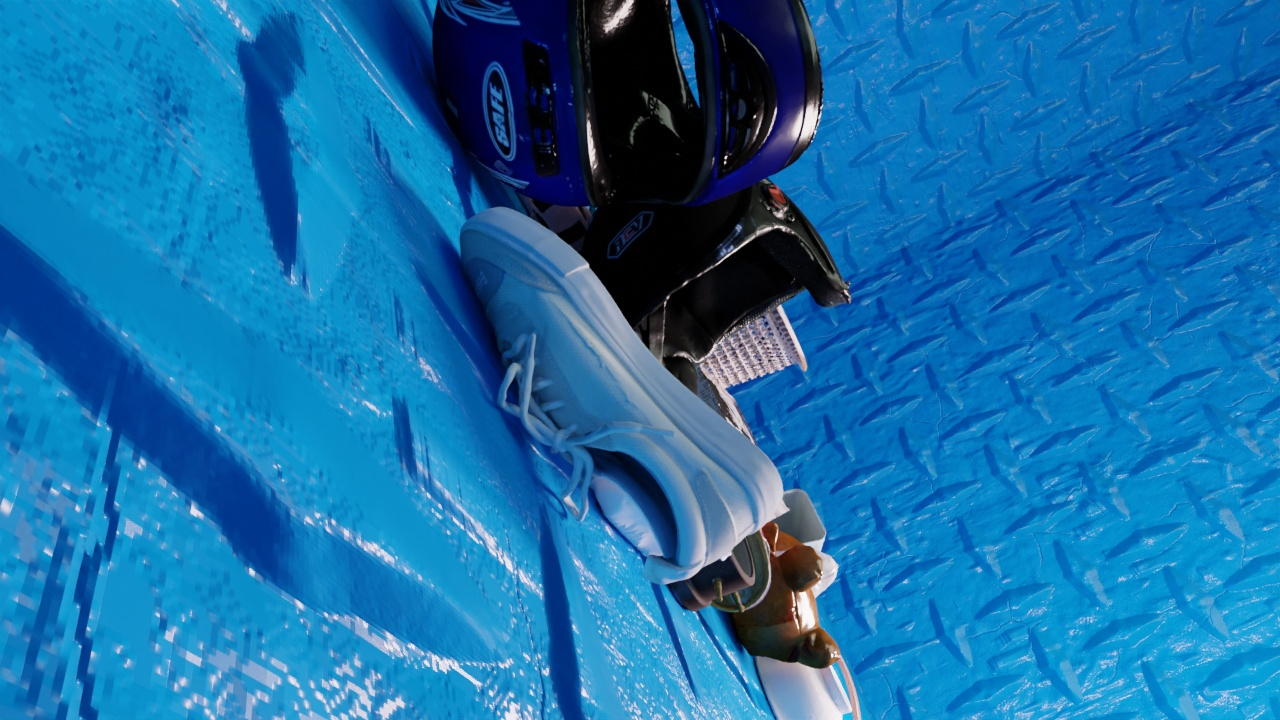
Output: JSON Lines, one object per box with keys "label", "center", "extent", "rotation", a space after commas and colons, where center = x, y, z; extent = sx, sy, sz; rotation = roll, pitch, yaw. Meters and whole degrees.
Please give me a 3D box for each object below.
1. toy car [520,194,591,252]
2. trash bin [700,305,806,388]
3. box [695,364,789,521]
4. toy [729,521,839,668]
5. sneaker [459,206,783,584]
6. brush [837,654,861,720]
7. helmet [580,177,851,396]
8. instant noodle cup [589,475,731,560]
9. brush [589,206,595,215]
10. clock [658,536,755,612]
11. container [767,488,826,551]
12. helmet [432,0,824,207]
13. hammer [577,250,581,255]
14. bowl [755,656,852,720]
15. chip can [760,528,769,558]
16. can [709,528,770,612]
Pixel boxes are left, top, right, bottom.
{"label": "toy car", "center": [-0.088, -0.160, 0.912], "extent": [0.122, 0.056, 0.037], "rotation": [59, 0, -29]}
{"label": "trash bin", "center": [0.082, -0.046, 1.200], "extent": [0.227, 0.192, 0.227], "rotation": [61, 6, -12]}
{"label": "box", "center": [0.109, 0.144, 1.146], "extent": [0.260, 0.105, 0.178], "rotation": [46, 16, -52]}
{"label": "toy", "center": [0.142, 0.223, 0.928], "extent": [0.199, 0.130, 0.140], "rotation": [-164, -115, -85]}
{"label": "sneaker", "center": [-0.037, 0.020, 0.508], "extent": [0.242, 0.090, 0.090], "rotation": [46, -29, 14]}
{"label": "brush", "center": [0.197, 0.366, 0.974], "extent": [0.063, 0.073, 0.145], "rotation": [56, 11, -55]}
{"label": "helmet", "center": [0.050, -0.087, 0.891], "extent": [0.230, 0.234, 0.274], "rotation": [57, 18, 19]}
{"label": "instant noodle cup", "center": [-0.005, 0.056, 0.641], "extent": [0.138, 0.060, 0.173], "rotation": [56, 8, -51]}
{"label": "brush", "center": [-0.089, -0.197, 0.970], "extent": [0.144, 0.073, 0.055], "rotation": [63, 1, 1]}
{"label": "clock", "center": [0.046, 0.134, 0.710], "extent": [0.082, 0.055, 0.121], "rotation": [43, 28, -57]}
{"label": "container", "center": [0.194, 0.252, 1.265], "extent": [0.089, 0.090, 0.112], "rotation": [-112, -165, -46]}
{"label": "helmet", "center": [-0.036, -0.233, 0.720], "extent": [0.315, 0.240, 0.248], "rotation": [-125, -157, -50]}
{"label": "hammer", "center": [-0.103, -0.222, 1.163], "extent": [0.300, 0.033, 0.129], "rotation": [65, 7, 20]}
{"label": "bowl", "center": [0.167, 0.332, 0.900], "extent": [0.118, 0.065, 0.118], "rotation": [61, 6, -11]}
{"label": "chip can", "center": [0.069, 0.128, 0.911], "extent": [0.071, 0.071, 0.210], "rotation": [60, 7, -28]}
{"label": "can", "center": [0.061, 0.142, 0.781], "extent": [0.049, 0.074, 0.148], "rotation": [56, 9, -70]}
